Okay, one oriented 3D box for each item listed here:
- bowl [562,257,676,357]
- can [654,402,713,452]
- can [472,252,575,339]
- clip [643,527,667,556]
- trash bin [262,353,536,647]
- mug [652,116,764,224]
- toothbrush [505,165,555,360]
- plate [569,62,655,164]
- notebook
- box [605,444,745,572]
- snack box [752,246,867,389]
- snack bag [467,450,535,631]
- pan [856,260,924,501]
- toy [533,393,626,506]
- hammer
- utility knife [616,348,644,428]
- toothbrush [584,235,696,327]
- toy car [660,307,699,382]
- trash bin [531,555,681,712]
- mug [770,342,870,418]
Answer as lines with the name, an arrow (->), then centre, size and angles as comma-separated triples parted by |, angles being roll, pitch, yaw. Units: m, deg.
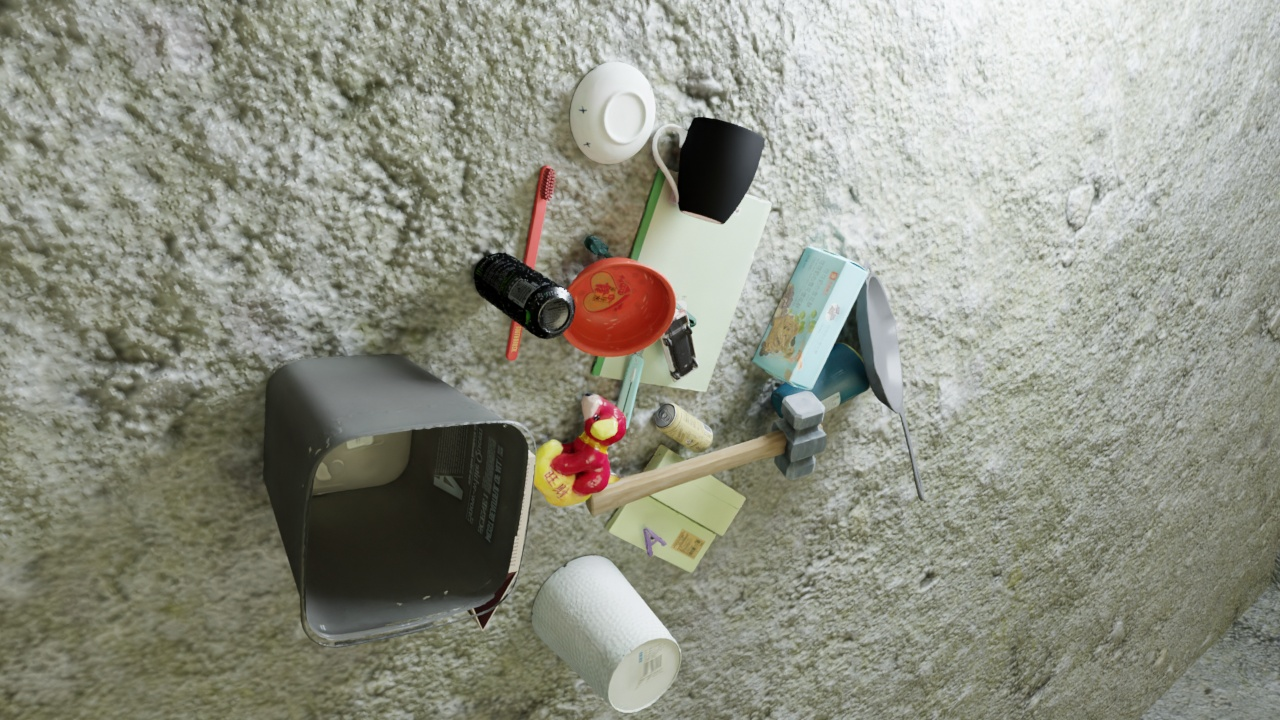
bowl -> -0.028, -0.066, 1.006 | 0.130, 0.045, 0.131 | -7, 133, -8
can -> 0.055, 0.085, 1.161 | 0.079, 0.038, 0.038 | 35, 88, -41
can -> -0.116, -0.066, 0.898 | 0.053, 0.138, 0.054 | -16, 120, -30
clip -> 0.013, 0.239, 1.200 | 0.050, 0.014, 0.046 | 26, 105, -42
trash bin -> -0.238, 0.104, 0.835 | 0.197, 0.220, 0.198 | -4, 113, -35
mug -> 0.066, -0.210, 1.004 | 0.119, 0.085, 0.100 | 17, 95, -8
toothbrush -> -0.115, -0.098, 0.963 | 0.012, 0.018, 0.213 | 1, 111, -37
plate -> -0.022, -0.254, 0.951 | 0.104, 0.026, 0.104 | -15, 119, -30
notebook -> 0.052, -0.088, 1.096 | 0.181, 0.010, 0.253 | 9, 105, -39
box -> 0.050, 0.204, 1.227 | 0.137, 0.024, 0.187 | -53, 131, 0
snack box -> 0.219, -0.056, 1.191 | 0.053, 0.075, 0.175 | 17, 101, -41
snack bag -> -0.180, 0.181, 0.997 | 0.069, 0.094, 0.207 | -4, 113, -35
pan -> 0.344, 0.035, 1.272 | 0.216, 0.024, 0.355 | -43, 119, -61
toy -> -0.064, 0.112, 1.071 | 0.105, 0.067, 0.137 | 38, 89, -25
hammer -> 0.085, 0.131, 1.155 | 0.322, 0.051, 0.117 | -15, 132, -18
utility knife -> -0.006, 0.006, 1.077 | 0.022, 0.015, 0.177 | 13, 115, -5
toothbrush -> 0.005, -0.087, 1.045 | 0.189, 0.017, 0.016 | 35, 89, -38
toy car -> 0.042, -0.021, 1.088 | 0.039, 0.039, 0.113 | -32, 146, -10
trash bin -> -0.038, 0.340, 1.132 | 0.133, 0.161, 0.133 | -16, 120, -30
mug -> 0.244, 0.039, 1.257 | 0.121, 0.078, 0.078 | -31, 126, -16
